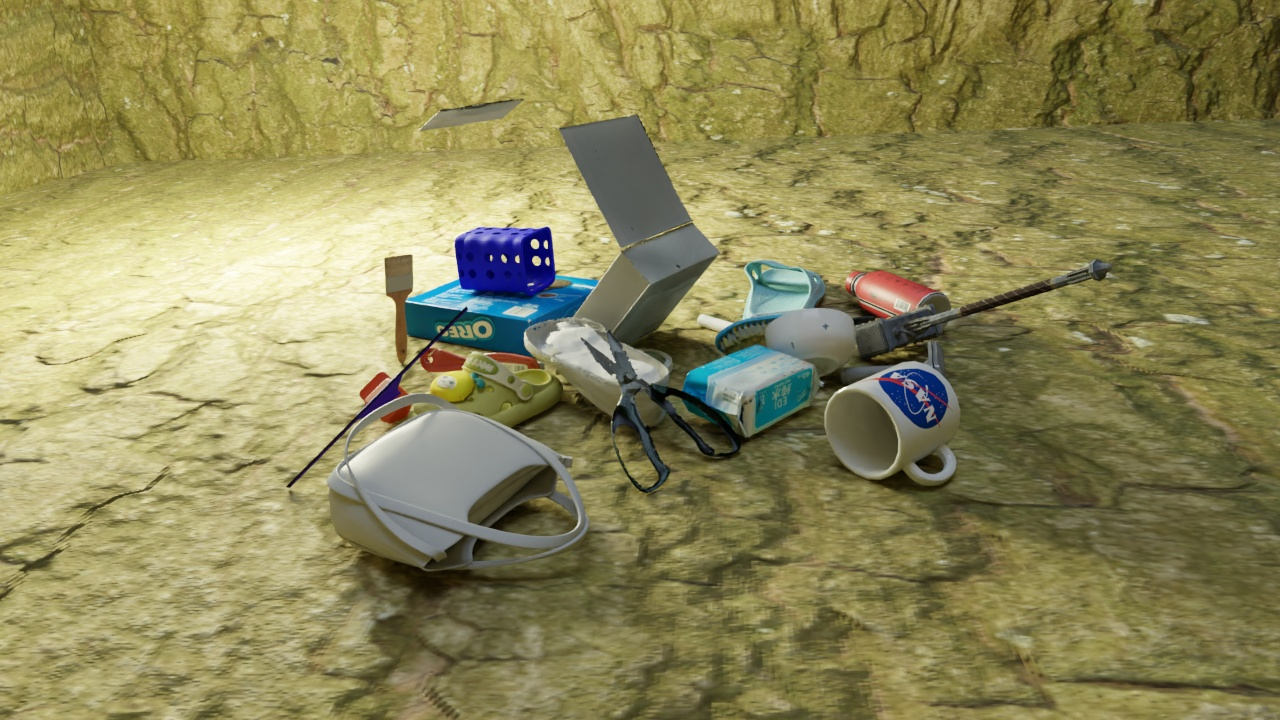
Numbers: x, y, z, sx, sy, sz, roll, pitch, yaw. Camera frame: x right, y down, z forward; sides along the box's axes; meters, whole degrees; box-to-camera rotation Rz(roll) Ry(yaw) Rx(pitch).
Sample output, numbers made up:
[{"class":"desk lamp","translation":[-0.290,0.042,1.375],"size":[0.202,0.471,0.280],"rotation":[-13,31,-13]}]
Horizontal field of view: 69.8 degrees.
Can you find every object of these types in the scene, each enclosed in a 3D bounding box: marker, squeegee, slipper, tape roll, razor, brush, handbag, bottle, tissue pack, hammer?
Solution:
[{"class":"marker","translation":[0.130,-0.041,1.243],"size":[0.020,0.017,0.134],"rotation":[-15,24,-38]},{"class":"squeegee","translation":[-0.277,0.042,1.006],"size":[0.249,0.055,0.185],"rotation":[-47,13,-10]},{"class":"slipper","translation":[-0.166,0.032,1.014],"size":[0.190,0.082,0.092],"rotation":[-19,29,-41]},{"class":"slipper","translation":[0.207,-0.106,1.332],"size":[0.116,0.069,0.275],"rotation":[6,24,14]},{"class":"tape roll","translation":[-0.007,0.007,1.145],"size":[0.093,0.013,0.093],"rotation":[-3,21,1]},{"class":"razor","translation":[0.289,0.014,1.055],"size":[0.116,0.047,0.088],"rotation":[-4,20,18]},{"class":"brush","translation":[-0.196,0.007,1.141],"size":[0.172,0.041,0.030],"rotation":[7,4,21]},{"class":"brush","translation":[0.159,-0.033,1.160],"size":[0.135,0.055,0.075],"rotation":[-7,30,-9]},{"class":"brush","translation":[-0.313,-0.065,1.191],"size":[0.008,0.143,0.045],"rotation":[13,18,31]},{"class":"handbag","translation":[-0.138,0.108,0.805],"size":[0.223,0.096,0.215],"rotation":[15,29,26]},{"class":"slipper","translation":[-0.052,0.007,1.064],"size":[0.112,0.075,0.247],"rotation":[-8,25,-38]},{"class":"bottle","translation":[0.347,-0.087,1.269],"size":[0.062,0.062,0.176],"rotation":[-11,23,-20]},{"class":"tissue pack","translation":[0.123,0.032,0.998],"size":[0.144,0.062,0.093],"rotation":[-22,29,-35]},{"class":"hammer","translation":[0.381,-0.061,1.027],"size":[0.098,0.044,0.323],"rotation":[-15,-3,-29]}]

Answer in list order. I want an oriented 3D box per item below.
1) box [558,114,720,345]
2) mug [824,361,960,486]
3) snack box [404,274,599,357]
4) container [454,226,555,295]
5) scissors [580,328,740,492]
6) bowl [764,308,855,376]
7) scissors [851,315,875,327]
[{"class":"box","translation":[0.004,-0.242,1.109],"size":[0.149,0.507,0.166],"rotation":[16,27,30]},{"class":"mug","translation":[0.249,0.068,0.872],"size":[0.090,0.091,0.121],"rotation":[-19,61,-35]},{"class":"snack box","translation":[-0.190,-0.077,1.325],"size":[0.239,0.056,0.195],"rotation":[9,24,31]},{"class":"container","translation":[-0.192,-0.143,1.299],"size":[0.114,0.085,0.084],"rotation":[5,22,24]},{"class":"scissors","translation":[0.022,0.039,0.936],"size":[0.154,0.015,0.209],"rotation":[-5,54,-24]},{"class":"bowl","translation":[0.200,-0.015,1.075],"size":[0.105,0.054,0.105],"rotation":[-1,-23,-1]},{"class":"scissors","translation":[0.261,-0.038,1.215],"size":[0.139,0.019,0.128],"rotation":[5,23,25]}]
